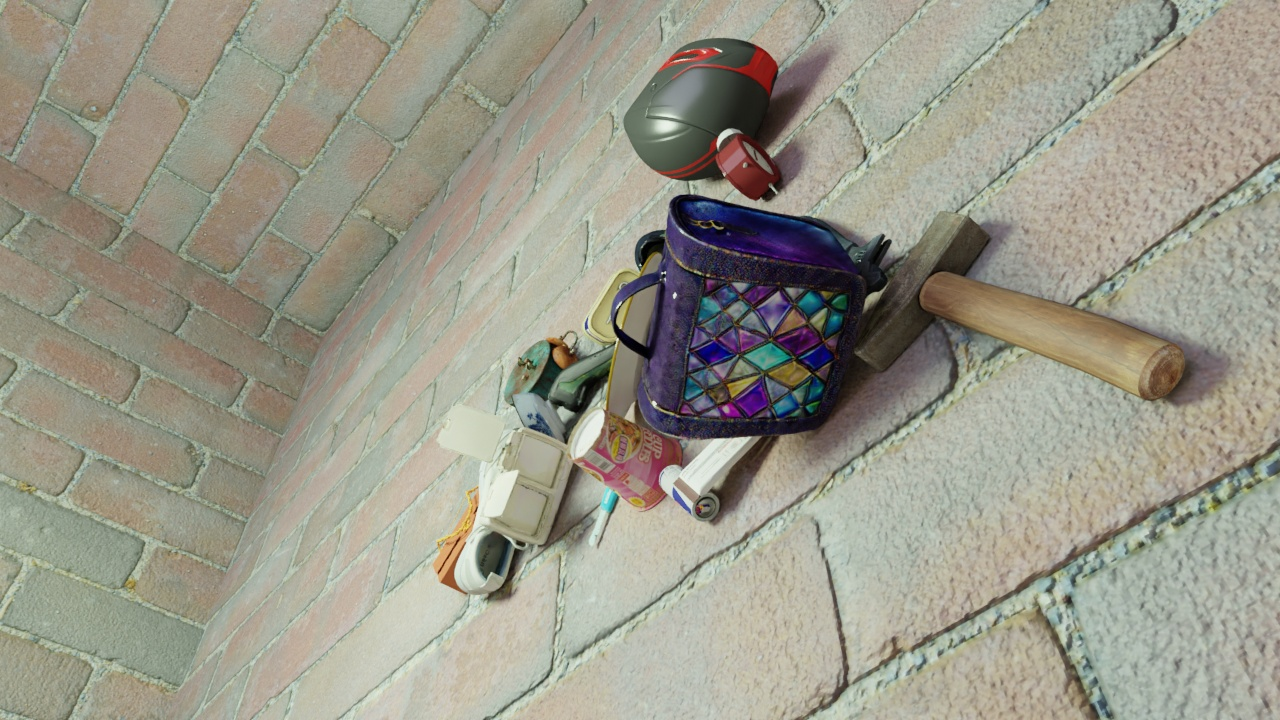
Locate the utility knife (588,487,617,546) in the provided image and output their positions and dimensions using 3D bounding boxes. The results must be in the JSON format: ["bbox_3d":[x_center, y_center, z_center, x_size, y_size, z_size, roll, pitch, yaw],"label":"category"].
[{"bbox_3d":[-0.033,0.161,1.143,0.022,0.015,0.151,4,63,33],"label":"utility knife"}]

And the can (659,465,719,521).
[{"bbox_3d":[0.051,0.142,0.991,0.032,0.032,0.095,-57,25,0],"label":"can"}]

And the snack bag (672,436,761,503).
[{"bbox_3d":[0.101,0.084,0.962,0.158,0.013,0.057,-44,23,-6],"label":"snack bag"}]

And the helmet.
[{"bbox_3d":[0.080,-0.355,1.364,0.265,0.164,0.169,0,71,51],"label":"helmet"}]

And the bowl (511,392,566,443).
[{"bbox_3d":[-0.139,0.091,1.327,0.045,0.114,0.114,-28,27,-2],"label":"bowl"}]

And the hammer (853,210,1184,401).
[{"bbox_3d":[0.298,-0.028,0.739,0.158,0.037,0.301,-56,25,3],"label":"hammer"}]

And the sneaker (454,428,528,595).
[{"bbox_3d":[-0.187,0.209,1.285,0.091,0.089,0.241,-19,51,53],"label":"sneaker"}]

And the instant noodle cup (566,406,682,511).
[{"bbox_3d":[-0.023,0.109,1.074,0.098,0.108,0.097,-41,29,29],"label":"instant noodle cup"}]

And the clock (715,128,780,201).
[{"bbox_3d":[0.144,-0.267,1.237,0.044,0.087,0.124,-41,32,29],"label":"clock"}]

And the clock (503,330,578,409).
[{"bbox_3d":[-0.155,0.015,1.465,0.157,0.073,0.121,-54,25,3],"label":"clock"}]

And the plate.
[{"bbox_3d":[0.002,-0.022,1.150,0.229,0.021,0.230,16,-91,-81],"label":"plate"}]

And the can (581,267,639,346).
[{"bbox_3d":[-0.036,-0.079,1.346,0.116,0.056,0.092,-59,6,-3],"label":"can"}]

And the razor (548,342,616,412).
[{"bbox_3d":[-0.070,0.024,1.342,0.152,0.054,0.067,-34,59,26],"label":"razor"}]

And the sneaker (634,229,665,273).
[{"bbox_3d":[0.025,-0.156,1.331,0.084,0.079,0.235,-55,25,7],"label":"sneaker"}]

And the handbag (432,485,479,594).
[{"bbox_3d":[-0.255,0.250,1.391,0.172,0.060,0.109,-59,21,-4],"label":"handbag"}]

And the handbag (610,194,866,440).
[{"bbox_3d":[0.083,-0.040,0.878,0.125,0.222,0.205,-102,18,-57],"label":"handbag"}]

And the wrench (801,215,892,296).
[{"bbox_3d":[0.211,-0.119,0.988,0.073,0.022,0.273,-53,18,11],"label":"wrench"}]

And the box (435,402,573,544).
[{"bbox_3d":[-0.170,0.146,1.188,0.107,0.193,0.143,-16,54,58],"label":"box"}]
